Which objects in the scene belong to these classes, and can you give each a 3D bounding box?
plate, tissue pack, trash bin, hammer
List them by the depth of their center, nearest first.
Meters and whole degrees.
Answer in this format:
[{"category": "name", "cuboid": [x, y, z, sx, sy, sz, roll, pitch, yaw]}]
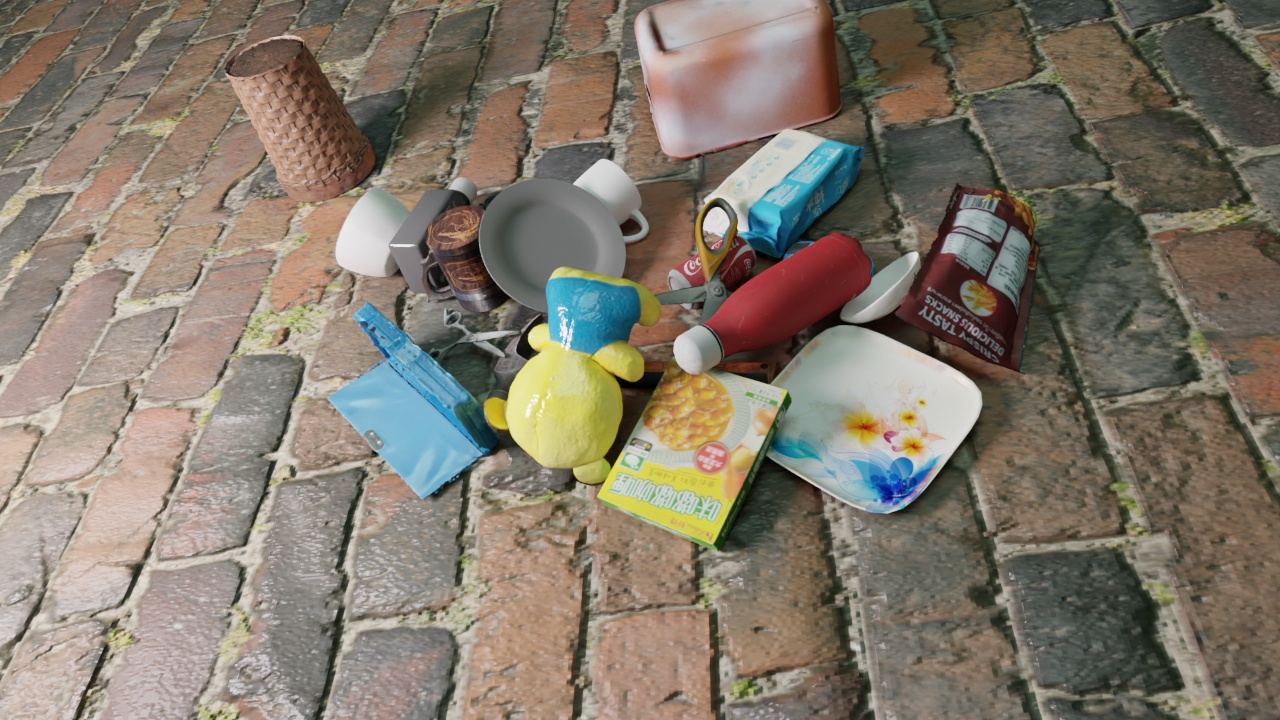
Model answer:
[{"category": "plate", "cuboid": [0.215, 0.054, 0.894, 0.187, 0.016, 0.186, 30, 64, 32]}, {"category": "plate", "cuboid": [0.259, -0.070, 0.968, 0.104, 0.026, 0.104, -42, 6, 5]}, {"category": "hammer", "cuboid": [-0.006, 0.006, 1.001, 0.315, 0.035, 0.137, 1, 49, 16]}, {"category": "plate", "cuboid": [-0.104, -0.136, 1.096, 0.178, 0.012, 0.178, 7, 68, -17]}, {"category": "tissue pack", "cuboid": [0.177, -0.213, 1.127, 0.117, 0.066, 0.208, 25, 58, 34]}, {"category": "trash bin", "cuboid": [0.133, -0.415, 1.265, 0.260, 0.157, 0.181, -14, 46, 3]}, {"category": "trash bin", "cuboid": [-0.511, -0.366, 1.375, 0.151, 0.210, 0.151, -8, 46, 9]}]

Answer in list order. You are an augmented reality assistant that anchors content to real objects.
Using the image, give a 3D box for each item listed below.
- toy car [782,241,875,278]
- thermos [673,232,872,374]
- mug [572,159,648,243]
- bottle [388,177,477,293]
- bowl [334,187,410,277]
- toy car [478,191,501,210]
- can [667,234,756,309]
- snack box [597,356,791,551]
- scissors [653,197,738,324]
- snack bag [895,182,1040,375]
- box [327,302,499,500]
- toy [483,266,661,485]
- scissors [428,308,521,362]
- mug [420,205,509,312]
[{"category": "toy car", "cuboid": [0.215, -0.113, 1.046, 0.105, 0.032, 0.048, 19, 55, 29]}, {"category": "thermos", "cuboid": [0.134, -0.054, 0.942, 0.239, 0.073, 0.073, -30, 46, -25]}, {"category": "mug", "cuboid": [-0.046, -0.187, 1.172, 0.114, 0.081, 0.087, 44, 73, 8]}, {"category": "bottle", "cuboid": [-0.263, -0.177, 1.214, 0.046, 0.084, 0.173, 3, 48, 19]}, {"category": "bowl", "cuboid": [-0.343, -0.162, 1.210, 0.065, 0.117, 0.116, 28, 56, 1]}, {"category": "toy car", "cuboid": [-0.174, -0.182, 1.218, 0.056, 0.044, 0.120, -23, 48, -5]}, {"category": "can", "cuboid": [0.083, -0.103, 1.061, 0.096, 0.054, 0.054, -34, 48, -15]}, {"category": "snack box", "cuboid": [0.053, 0.085, 0.891, 0.132, 0.027, 0.167, 18, 68, 30]}, {"category": "scissors", "cuboid": [0.095, -0.091, 1.010, 0.225, 0.016, 0.228, -3, 63, -12]}, {"category": "snack bag", "cuboid": [0.350, -0.088, 0.939, 0.139, 0.067, 0.207, 32, 53, -4]}, {"category": "box", "cuboid": [-0.270, 0.042, 1.009, 0.112, 0.094, 0.231, -41, 50, -18]}, {"category": "toy", "cuboid": [-0.070, 0.006, 0.934, 0.149, 0.084, 0.213, 16, 79, 27]}, {"category": "scissors", "cuboid": [-0.198, -0.035, 1.089, 0.142, 0.014, 0.146, -23, 40, 18]}, {"category": "mug", "cuboid": [-0.225, -0.120, 1.131, 0.116, 0.107, 0.079, -11, 46, 6]}]
